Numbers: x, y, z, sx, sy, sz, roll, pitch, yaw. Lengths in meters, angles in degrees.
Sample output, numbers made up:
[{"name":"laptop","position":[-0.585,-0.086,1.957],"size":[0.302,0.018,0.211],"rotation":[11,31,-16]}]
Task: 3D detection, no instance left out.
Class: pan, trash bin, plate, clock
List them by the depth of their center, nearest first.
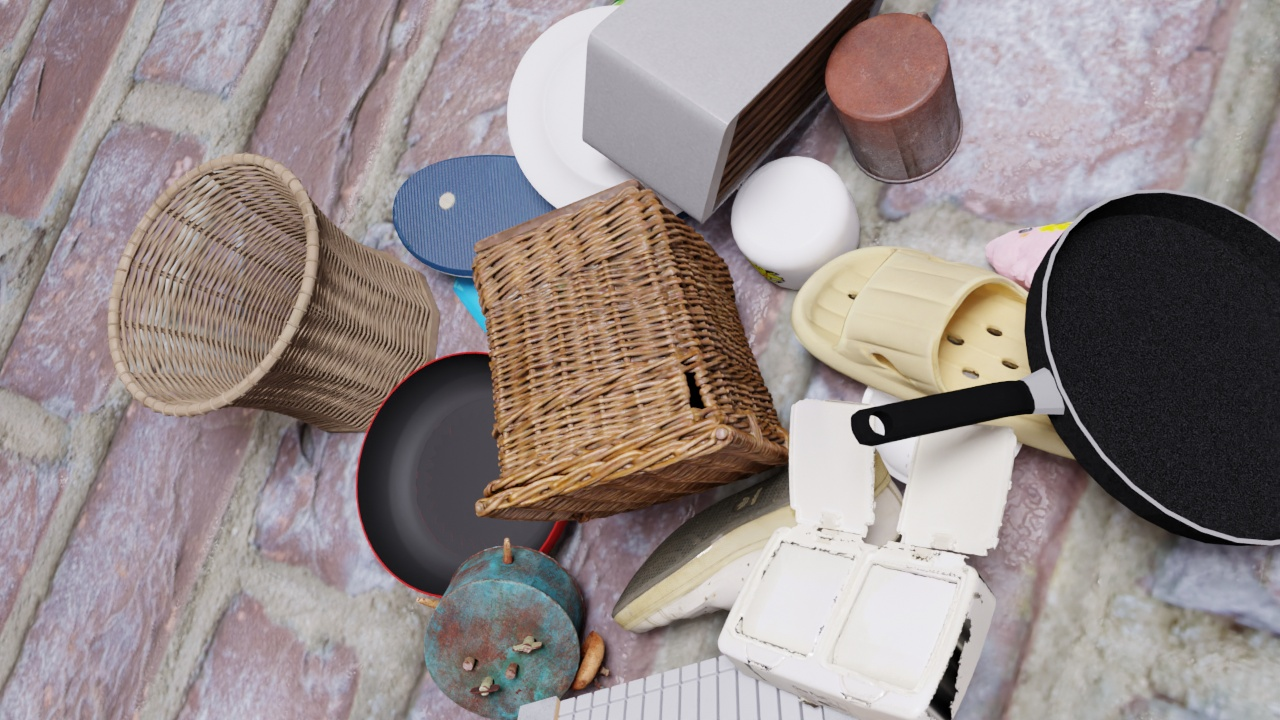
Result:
[{"name":"pan","position":[0.276,0.011,0.538],"size":[0.356,0.034,0.225],"rotation":[-10,72,-16]},{"name":"trash bin","position":[0.054,0.289,0.573],"size":[0.247,0.142,0.142],"rotation":[-22,29,17]},{"name":"trash bin","position":[0.075,-0.235,0.691],"size":[0.114,0.115,0.228],"rotation":[37,66,12]},{"name":"clock","position":[-0.093,0.225,0.710],"size":[0.121,0.073,0.157],"rotation":[-35,100,14]},{"name":"plate","position":[-0.016,-0.205,0.763],"size":[0.188,0.016,0.188],"rotation":[0,88,-5]},{"name":"pan","position":[-0.116,0.032,0.793],"size":[0.209,0.067,0.356],"rotation":[26,88,25]}]

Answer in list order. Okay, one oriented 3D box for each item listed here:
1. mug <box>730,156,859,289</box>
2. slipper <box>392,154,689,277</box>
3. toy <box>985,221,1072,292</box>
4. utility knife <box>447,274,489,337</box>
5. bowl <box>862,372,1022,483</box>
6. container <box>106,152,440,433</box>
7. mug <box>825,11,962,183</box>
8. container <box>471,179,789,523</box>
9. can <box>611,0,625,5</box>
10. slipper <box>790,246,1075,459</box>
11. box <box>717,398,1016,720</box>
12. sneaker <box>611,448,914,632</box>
[{"name":"mug","position":[0.116,-0.115,0.732],"size":[0.115,0.068,0.094],"rotation":[41,94,28]},{"name":"slipper","position":[-0.079,-0.138,0.835],"size":[0.295,0.060,0.118],"rotation":[-10,77,8]},{"name":"toy","position":[0.290,-0.069,0.637],"size":[0.103,0.093,0.050],"rotation":[-2,108,28]},{"name":"utility knife","position":[-0.140,-0.044,0.857],"size":[0.031,0.015,0.196],"rotation":[-44,67,7]},{"name":"bowl","position":[0.215,0.047,0.655],"size":[0.110,0.040,0.109],"rotation":[-8,62,16]},{"name":"container","position":[-0.319,-0.041,0.835],"size":[0.227,0.196,0.226],"rotation":[-7,73,22]},{"name":"mug","position":[0.200,-0.213,0.701],"size":[0.096,0.110,0.123],"rotation":[15,83,22]},{"name":"container","position":[-0.004,0.003,0.638],"size":[0.162,0.249,0.183],"rotation":[-19,76,15]},{"name":"can","position":[-0.003,-0.281,0.823],"size":[0.144,0.083,0.083],"rotation":[-44,63,7]},{"name":"slipper","position":[0.223,-0.020,0.616],"size":[0.262,0.079,0.111],"rotation":[27,73,28]},{"name":"box","position":[0.130,0.114,0.537],"size":[0.146,0.065,0.185],"rotation":[0,70,46]},{"name":"sneaker","position":[0.091,0.153,0.669],"size":[0.242,0.088,0.102],"rotation":[-34,97,27]}]
